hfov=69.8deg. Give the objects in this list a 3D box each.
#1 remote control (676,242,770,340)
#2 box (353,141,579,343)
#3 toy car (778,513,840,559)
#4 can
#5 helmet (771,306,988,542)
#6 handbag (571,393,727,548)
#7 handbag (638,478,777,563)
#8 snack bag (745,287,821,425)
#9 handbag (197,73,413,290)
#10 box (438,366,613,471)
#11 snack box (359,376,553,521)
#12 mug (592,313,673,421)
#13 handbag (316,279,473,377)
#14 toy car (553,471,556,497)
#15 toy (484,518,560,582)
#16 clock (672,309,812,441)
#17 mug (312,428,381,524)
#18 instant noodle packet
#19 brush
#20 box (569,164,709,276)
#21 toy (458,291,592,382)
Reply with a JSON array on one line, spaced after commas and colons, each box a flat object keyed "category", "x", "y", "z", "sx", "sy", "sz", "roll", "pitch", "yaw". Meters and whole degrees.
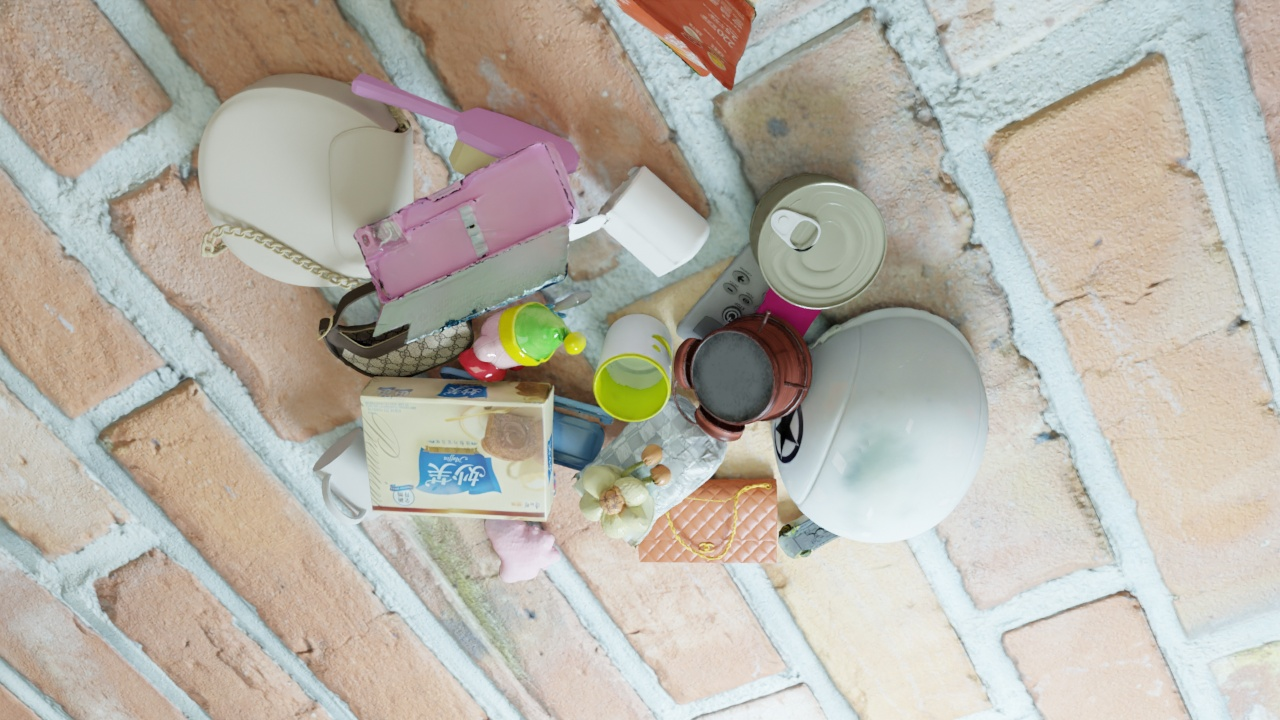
[{"category": "remote control", "x": 0.112, "y": -0.064, "z": 1.013, "sx": 0.074, "sy": 0.019, "sz": 0.151, "roll": 35, "pitch": 116, "yaw": -13}, {"category": "box", "x": -0.163, "y": -0.098, "z": 0.874, "sx": 0.231, "sy": 0.158, "sz": 0.066, "roll": -20, "pitch": 158, "yaw": 22}, {"category": "toy car", "x": 0.220, "y": 0.205, "z": 1.139, "sx": 0.105, "sy": 0.033, "sz": 0.048, "roll": -32, "pitch": 115, "yaw": 12}, {"category": "can", "x": 0.177, "y": -0.124, "z": 0.933, "sx": 0.128, "sy": 0.073, "sz": 0.128, "roll": -1, "pitch": 110, "yaw": -2}, {"category": "helmet", "x": 0.267, "y": 0.086, "z": 1.000, "sx": 0.236, "sy": 0.163, "sz": 0.265, "roll": 19, "pitch": 117, "yaw": -6}, {"category": "handbag", "x": 0.010, "y": 0.124, "z": 1.041, "sx": 0.172, "sy": 0.123, "sz": 0.112, "roll": -45, "pitch": 85, "yaw": 14}, {"category": "handbag", "x": 0.082, "y": 0.198, "z": 1.137, "sx": 0.172, "sy": 0.060, "sz": 0.109, "roll": -1, "pitch": 114, "yaw": 6}, {"category": "snack bag", "x": 0.129, "y": 0.005, "z": 1.037, "sx": 0.070, "sy": 0.016, "sz": 0.197, "roll": 17, "pitch": 124, "yaw": -18}, {"category": "handbag", "x": -0.342, "y": -0.180, "z": 0.946, "sx": 0.208, "sy": 0.103, "sz": 0.211, "roll": 6, "pitch": 120, "yaw": -2}, {"category": "box", "x": -0.138, "y": 0.061, "z": 1.090, "sx": 0.209, "sy": 0.049, "sz": 0.121, "roll": 16, "pitch": 132, "yaw": -4}, {"category": "snack box", "x": -0.203, "y": 0.100, "z": 1.040, "sx": 0.207, "sy": 0.055, "sz": 0.153, "roll": 2, "pitch": 113, "yaw": 3}, {"category": "mug", "x": -0.006, "y": 0.006, "z": 1.013, "sx": 0.082, "sy": 0.106, "sz": 0.083, "roll": 2, "pitch": 118, "yaw": 3}, {"category": "handbag", "x": -0.269, "y": -0.041, "z": 1.007, "sx": 0.167, "sy": 0.063, "sz": 0.138, "roll": -20, "pitch": 144, "yaw": 16}, {"category": "toy car", "x": -0.176, "y": 0.134, "z": 1.122, "sx": 0.153, "sy": 0.056, "sz": 0.055, "roll": 12, "pitch": 100, "yaw": -8}, {"category": "toy", "x": -0.151, "y": 0.241, "z": 1.184, "sx": 0.093, "sy": 0.050, "sz": 0.102, "roll": -11, "pitch": 113, "yaw": 14}, {"category": "clock", "x": 0.102, "y": 0.019, "z": 0.976, "sx": 0.158, "sy": 0.072, "sz": 0.120, "roll": -30, "pitch": 82, "yaw": 35}, {"category": "mug", "x": -0.349, "y": 0.150, "z": 1.123, "sx": 0.074, "sy": 0.105, "sz": 0.089, "roll": -25, "pitch": 114, "yaw": 31}, {"category": "instant noodle packet", "x": 0.021, "y": -0.306, "z": 0.779, "sx": 0.164, "sy": 0.220, "sz": 0.084, "roll": 38, "pitch": 113, "yaw": -14}, {"category": "brush", "x": -0.175, "y": -0.222, "z": 0.911, "sx": 0.228, "sy": 0.089, "sz": 0.043, "roll": 19, "pitch": 123, "yaw": -9}, {"category": "box", "x": -0.013, "y": -0.128, "z": 0.929, "sx": 0.136, "sy": 0.143, "sz": 0.083, "roll": 41, "pitch": 156, "yaw": -14}, {"category": "toy", "x": -0.114, "y": -0.024, "z": 1.000, "sx": 0.132, "sy": 0.123, "sz": 0.097, "roll": -40, "pitch": 78, "yaw": 37}]
